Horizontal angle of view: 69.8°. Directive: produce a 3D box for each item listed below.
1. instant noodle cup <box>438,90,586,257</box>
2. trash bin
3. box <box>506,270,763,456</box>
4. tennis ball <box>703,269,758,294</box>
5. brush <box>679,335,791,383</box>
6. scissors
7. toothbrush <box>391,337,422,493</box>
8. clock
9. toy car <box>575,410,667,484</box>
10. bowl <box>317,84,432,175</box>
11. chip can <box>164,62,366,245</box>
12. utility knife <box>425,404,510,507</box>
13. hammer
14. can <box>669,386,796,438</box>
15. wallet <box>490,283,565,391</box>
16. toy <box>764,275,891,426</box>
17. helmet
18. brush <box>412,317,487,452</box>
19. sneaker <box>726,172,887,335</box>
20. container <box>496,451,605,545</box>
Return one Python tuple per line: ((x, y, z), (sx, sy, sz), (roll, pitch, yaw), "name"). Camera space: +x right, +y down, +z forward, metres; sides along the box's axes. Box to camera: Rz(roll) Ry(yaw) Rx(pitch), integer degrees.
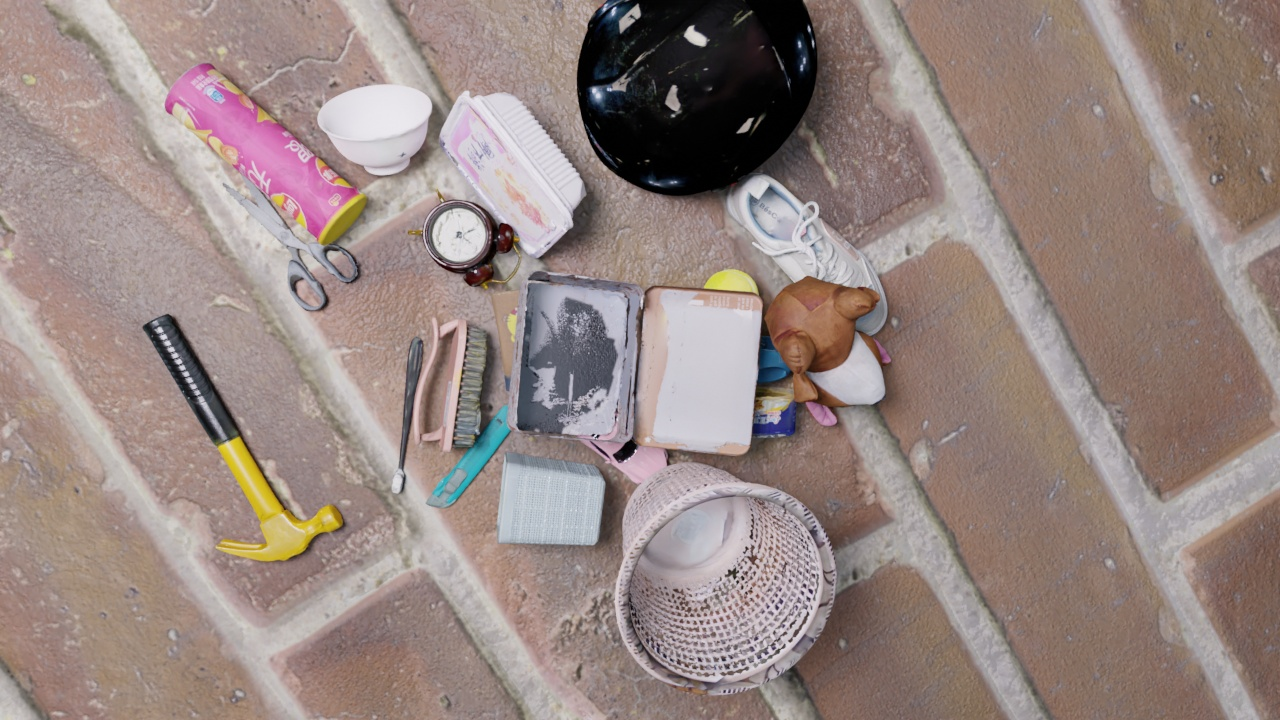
((-0.130, -0.206, 0.984), (0.060, 0.138, 0.173), (-41, 98, -25), "instant noodle cup")
((0.070, 0.209, 0.989), (0.227, 0.192, 0.227), (-2, 103, -11), "trash bin")
((-0.004, 0.006, 0.991), (0.260, 0.105, 0.178), (5, 87, -12), "box")
((0.102, -0.071, 1.044), (0.065, 0.065, 0.065), (0, 95, -6), "tennis ball")
((0.107, -0.001, 1.046), (0.144, 0.073, 0.055), (-1, 88, -6), "brush")
((-0.393, -0.130, 1.013), (0.168, 0.014, 0.156), (9, 93, -6), "scissors")
((-0.265, 0.063, 1.042), (0.015, 0.018, 0.181), (8, 92, -4), "toothbrush")
((-0.188, -0.130, 1.013), (0.122, 0.055, 0.082), (34, 90, -5), "clock")
((-0.022, 0.096, 1.059), (0.122, 0.037, 0.056), (38, 91, -9), "toy car")
((-0.278, -0.240, 0.984), (0.118, 0.118, 0.065), (-7, 134, -6), "bowl")
((-0.397, -0.218, 0.976), (0.210, 0.071, 0.071), (41, 89, -8), "chip can")
((-0.191, 0.112, 1.054), (0.029, 0.013, 0.151), (38, 90, -10), "utility knife")
((-0.458, 0.088, 1.015), (0.128, 0.033, 0.301), (-28, 97, -4), "hammer")
((0.106, 0.058, 1.051), (0.148, 0.074, 0.049), (0, 98, -7), "can")
((-0.117, -0.027, 1.042), (0.090, 0.033, 0.115), (-9, 92, -4), "wallet")
((0.217, -0.005, 1.004), (0.140, 0.199, 0.130), (-39, 55, -2), "toy")
((0.049, -0.291, 0.950), (0.275, 0.229, 0.233), (-36, 96, 18), "helmet")
((-0.211, 0.026, 1.020), (0.073, 0.063, 0.145), (7, 93, -17), "brush")
((0.199, -0.121, 1.037), (0.242, 0.091, 0.089), (44, 90, -8), "sneaker")
((-0.101, 0.157, 1.031), (0.111, 0.090, 0.090), (6, 94, -9), "container")
